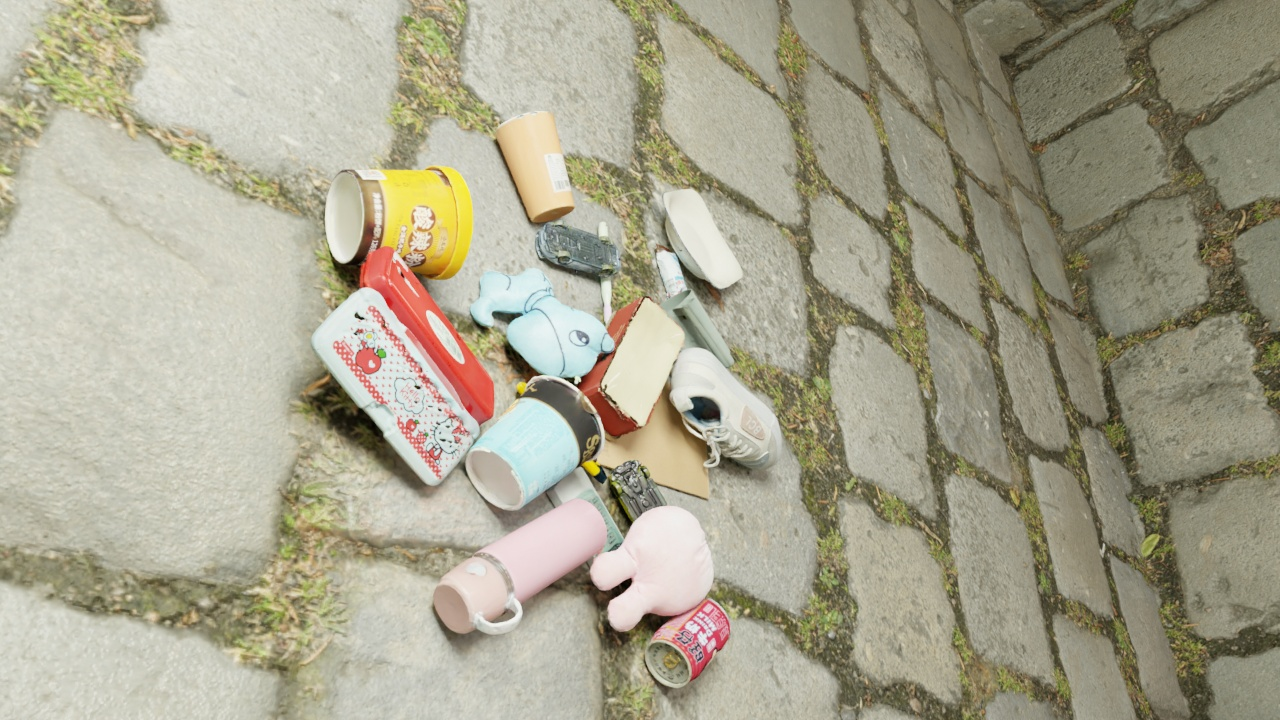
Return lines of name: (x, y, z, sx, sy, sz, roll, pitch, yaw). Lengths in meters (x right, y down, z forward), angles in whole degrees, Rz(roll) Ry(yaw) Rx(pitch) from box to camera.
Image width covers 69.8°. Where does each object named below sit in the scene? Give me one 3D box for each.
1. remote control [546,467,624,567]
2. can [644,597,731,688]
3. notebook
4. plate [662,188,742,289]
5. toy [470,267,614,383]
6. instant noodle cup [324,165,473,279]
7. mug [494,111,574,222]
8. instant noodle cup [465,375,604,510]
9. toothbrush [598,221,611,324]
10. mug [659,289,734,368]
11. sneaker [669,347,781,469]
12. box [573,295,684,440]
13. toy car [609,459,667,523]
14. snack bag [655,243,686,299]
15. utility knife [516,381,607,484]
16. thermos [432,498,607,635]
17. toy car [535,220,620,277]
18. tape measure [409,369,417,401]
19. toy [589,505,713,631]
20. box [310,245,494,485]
remote control: (-0.054, 0.188, 1.034, 0.056, 0.019, 0.135, -33, 95, -51)
can: (0.054, 0.320, 1.042, 0.093, 0.067, 0.066, -29, 91, -51)
notebook: (0.013, 0.085, 1.175, 0.211, 0.012, 0.149, 23, 54, -39)
plate: (0.084, -0.176, 1.366, 0.164, 0.034, 0.163, 60, 26, 0)
toy: (-0.110, -0.039, 1.050, 0.161, 0.050, 0.156, -5, 67, -23)
instant noodle cup: (-0.248, -0.143, 0.934, 0.114, 0.119, 0.118, -2, 71, -41)
mug: (-0.127, -0.241, 1.155, 0.078, 0.078, 0.122, -15, 85, -51)
instant noodle cup: (-0.116, 0.091, 0.959, 0.120, 0.111, 0.111, -40, 101, -43)
toothbrush: (-0.043, -0.102, 1.211, 0.029, 0.020, 0.189, 52, 29, -62)
mug: (0.069, -0.031, 1.220, 0.083, 0.124, 0.103, -38, 103, -17)
sneaker: (0.114, 0.090, 1.201, 0.242, 0.090, 0.090, 48, 40, -37)
box: (-0.007, 0.006, 1.117, 0.091, 0.078, 0.167, 44, 48, -22)
toy car: (0.001, 0.169, 1.088, 0.048, 0.032, 0.105, -29, 83, -24)
snack bag: (0.046, -0.121, 1.318, 0.048, 0.026, 0.104, 8, 63, -58)
utility knife: (-0.088, 0.081, 1.047, 0.154, 0.015, 0.033, 50, 4, -13)
thermos: (-0.109, 0.207, 0.913, 0.198, 0.087, 0.067, -23, 132, -53)
toy car: (-0.079, -0.140, 1.176, 0.120, 0.037, 0.054, 11, 59, -37)
tape measure: (-0.247, 0.022, 0.905, 0.060, 0.029, 0.057, 19, 56, -41)
toy: (0.014, 0.232, 1.026, 0.159, 0.054, 0.121, -18, 85, -37)
box: (-0.215, 0.004, 0.879, 0.201, 0.065, 0.159, 59, 30, -34)
